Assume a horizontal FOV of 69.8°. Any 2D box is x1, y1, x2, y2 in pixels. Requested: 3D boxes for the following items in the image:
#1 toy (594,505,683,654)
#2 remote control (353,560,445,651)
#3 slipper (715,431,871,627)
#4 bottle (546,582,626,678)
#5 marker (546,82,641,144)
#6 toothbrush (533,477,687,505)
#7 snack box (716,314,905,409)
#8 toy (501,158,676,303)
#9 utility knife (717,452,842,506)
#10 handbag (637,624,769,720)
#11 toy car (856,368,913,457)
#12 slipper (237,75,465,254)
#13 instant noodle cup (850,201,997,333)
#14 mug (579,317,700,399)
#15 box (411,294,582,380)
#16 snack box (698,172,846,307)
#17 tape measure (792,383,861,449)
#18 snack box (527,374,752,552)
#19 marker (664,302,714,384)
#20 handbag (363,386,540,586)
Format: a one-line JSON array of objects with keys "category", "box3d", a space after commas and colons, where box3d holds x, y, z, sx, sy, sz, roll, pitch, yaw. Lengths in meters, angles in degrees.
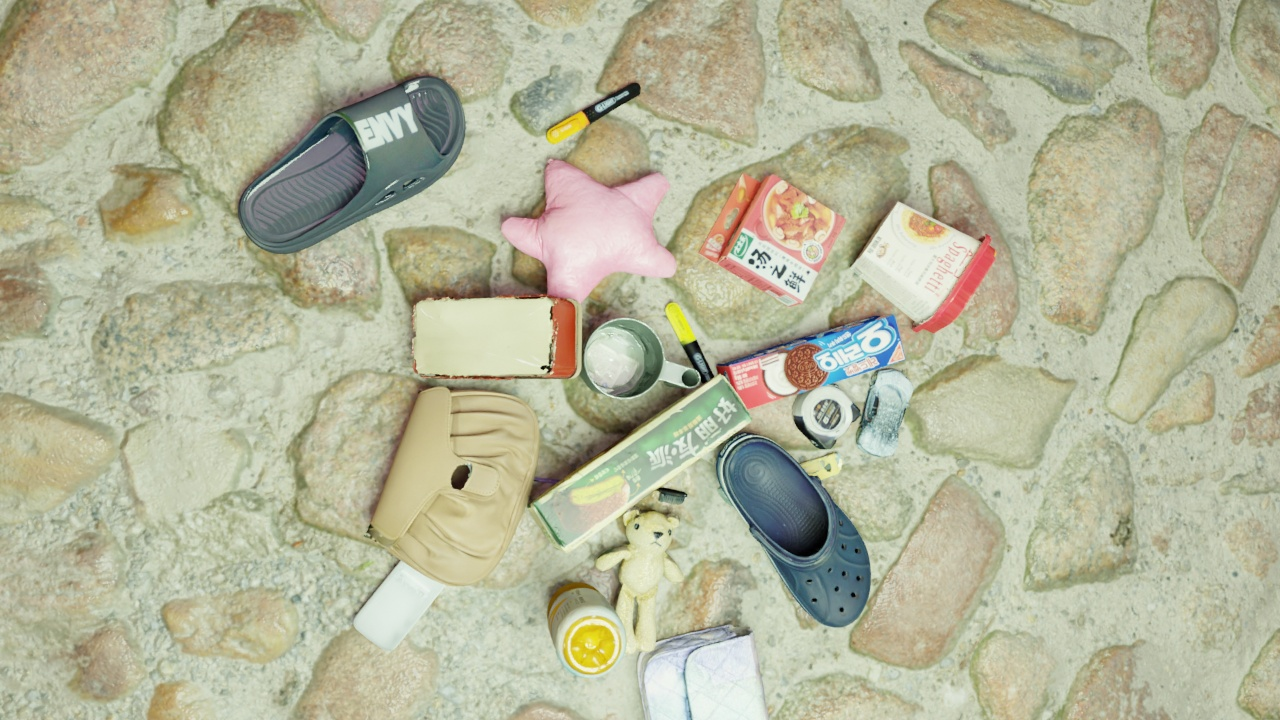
[{"category": "toy", "box3d": [0.002, 0.240, 0.999, 0.105, 0.066, 0.157, 11, 80, -14]}, {"category": "remote control", "box3d": [-0.245, 0.243, 0.983, 0.056, 0.020, 0.136, 39, 83, -5]}, {"category": "slipper", "box3d": [0.181, 0.185, 1.011, 0.105, 0.095, 0.253, -37, 99, -6]}, {"category": "bottle", "box3d": [-0.059, 0.264, 0.926, 0.068, 0.190, 0.068, 1, 87, -10]}, {"category": "marker", "box3d": [-0.052, -0.279, 1.033, 0.123, 0.015, 0.018, -33, 98, -10]}, {"category": "toothbrush", "box3d": [-0.040, 0.144, 1.023, 0.189, 0.014, 0.017, 7, 99, -9]}, {"category": "snack box", "box3d": [0.194, 0.000, 1.043, 0.207, 0.057, 0.058, -17, 94, -10]}, {"category": "toy", "box3d": [-0.050, -0.150, 1.002, 0.194, 0.075, 0.178, -25, 82, -13]}, {"category": "utility knife", "box3d": [0.163, 0.137, 1.057, 0.151, 0.018, 0.031, -17, 97, -14]}, {"category": "handbag", "box3d": [0.075, 0.399, 1.002, 0.134, 0.075, 0.194, -11, 91, -10]}, {"category": "toy car", "box3d": [0.286, 0.060, 1.069, 0.049, 0.031, 0.105, 16, 85, -9]}, {"category": "slipper", "box3d": [-0.299, -0.205, 0.958, 0.268, 0.083, 0.110, -35, 96, -7]}, {"category": "instant noodle cup", "box3d": [0.317, -0.109, 1.044, 0.124, 0.117, 0.116, 33, 83, 5]}, {"category": "mug", "box3d": [-0.006, 0.006, 0.987, 0.124, 0.103, 0.083, 18, 85, -9]}, {"category": "box", "box3d": [-0.152, -0.025, 0.938, 0.169, 0.079, 0.091, 0, 88, 24]}, {"category": "snack box", "box3d": [0.151, -0.141, 1.046, 0.127, 0.044, 0.113, 29, 84, -7]}, {"category": "tape measure", "box3d": [0.210, 0.060, 1.056, 0.065, 0.033, 0.066, -44, 97, -10]}, {"category": "snack box", "box3d": [-0.004, 0.108, 0.967, 0.239, 0.115, 0.063, -34, 87, -14]}, {"category": "marker", "box3d": [0.061, -0.009, 1.043, 0.018, 0.015, 0.124, -28, 94, -5]}, {"category": "handbag", "box3d": [-0.187, 0.125, 0.947, 0.148, 0.100, 0.204, 17, 73, -2]}]
